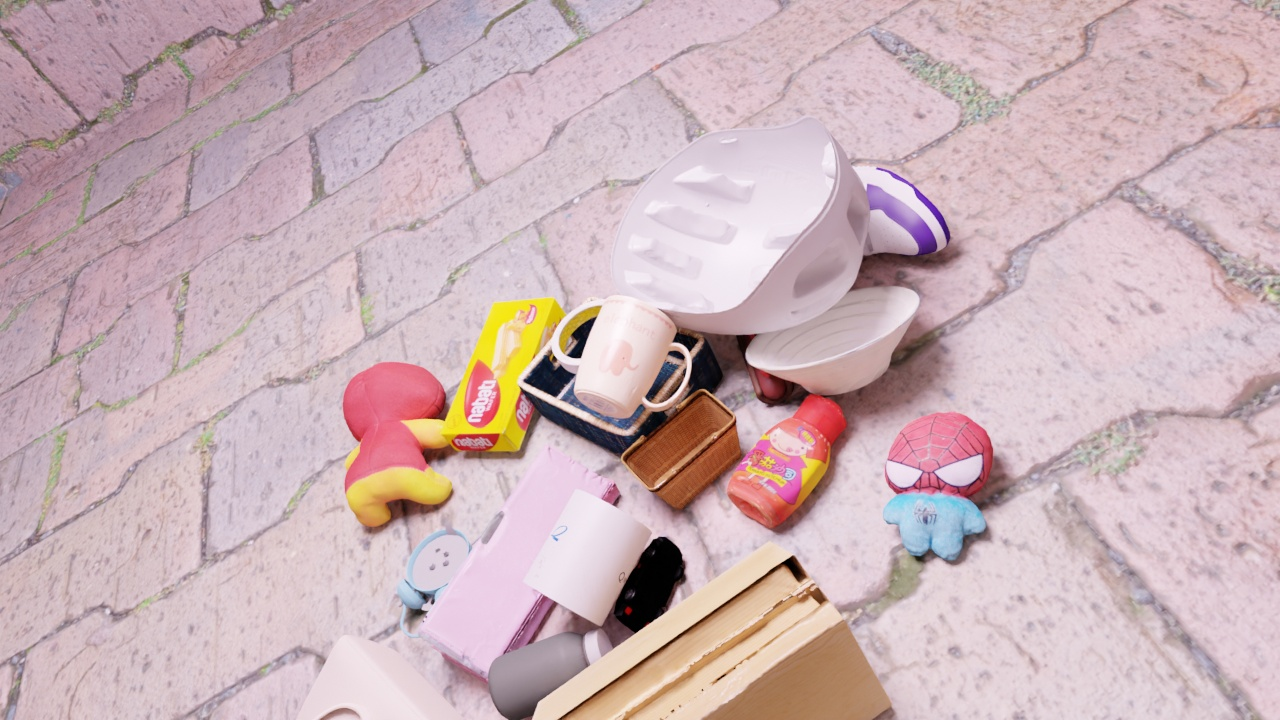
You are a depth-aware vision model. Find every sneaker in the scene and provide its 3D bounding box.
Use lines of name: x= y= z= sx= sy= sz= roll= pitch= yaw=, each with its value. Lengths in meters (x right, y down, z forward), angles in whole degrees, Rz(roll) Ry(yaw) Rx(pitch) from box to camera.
sneaker: x=0.221 y=-0.154 z=1.034 sx=0.111 sy=0.092 sz=0.244 roll=-46 pitch=42 yaw=-13

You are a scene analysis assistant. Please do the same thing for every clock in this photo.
clock: x=-0.215 y=0.232 z=0.962 sx=0.087 sy=0.042 sz=0.122 roll=-2 pitch=49 yaw=28

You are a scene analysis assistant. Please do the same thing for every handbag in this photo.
handbag: x=-0.256 y=0.383 z=0.826 sx=0.195 sy=0.101 sz=0.197 roll=24 pitch=78 yaw=41

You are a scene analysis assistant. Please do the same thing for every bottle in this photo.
bottle: x=-0.079 y=0.281 z=0.830 sx=0.108 sy=0.060 sz=0.060 roll=-23 pitch=44 yaw=9
bottle: x=0.144 y=0.093 z=0.882 sx=0.071 sy=0.048 sz=0.134 roll=25 pitch=66 yaw=43

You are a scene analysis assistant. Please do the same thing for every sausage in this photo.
sausage: x=0.128 y=-0.017 z=0.995 sx=0.040 sy=0.040 sz=0.155 roll=-22 pitch=44 yaw=10

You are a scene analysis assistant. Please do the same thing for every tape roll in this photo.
tape roll: x=-0.052 y=-0.027 z=1.013 sx=0.094 sy=0.019 sz=0.093 roll=-15 pitch=46 yaw=16

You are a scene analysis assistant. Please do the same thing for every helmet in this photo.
helmet: x=0.095 y=-0.130 z=0.951 sx=0.283 sy=0.184 sz=0.223 roll=0 pitch=58 yaw=26

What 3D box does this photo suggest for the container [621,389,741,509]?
container: x=0.047 y=0.094 z=0.925 sx=0.114 sy=0.061 sz=0.063 roll=-40 pitch=44 yaw=-8

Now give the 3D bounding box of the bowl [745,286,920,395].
bowl: x=0.198 y=-0.011 z=0.915 sx=0.177 sy=0.058 sz=0.176 roll=-21 pitch=17 yaw=7

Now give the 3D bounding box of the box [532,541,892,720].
box: x=0.042 y=0.259 z=0.719 sx=0.248 sy=0.142 sz=0.179 roll=-34 pitch=53 yaw=-5

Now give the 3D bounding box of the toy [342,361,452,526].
toy: x=-0.298 y=0.086 z=1.104 sx=0.147 sy=0.099 sz=0.216 roll=-18 pitch=50 yaw=4

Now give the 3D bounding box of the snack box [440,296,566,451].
snack box: x=-0.161 y=0.015 z=1.101 sx=0.092 sy=0.042 sz=0.200 roll=-2 pitch=53 yaw=27

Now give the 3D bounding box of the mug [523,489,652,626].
mug: x=-0.050 y=0.186 z=0.867 sx=0.083 sy=0.120 sz=0.096 roll=29 pitch=76 yaw=3

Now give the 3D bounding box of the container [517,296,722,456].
container: x=-0.023 y=0.021 z=1.022 sx=0.188 sy=0.071 sz=0.145 roll=22 pitch=65 yaw=40

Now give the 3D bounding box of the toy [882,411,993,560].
toy: x=0.258 y=0.106 z=0.801 sx=0.092 sy=0.062 sz=0.132 roll=-4 pitch=61 yaw=35

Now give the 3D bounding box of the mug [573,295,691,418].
mug: x=-0.005 y=0.005 z=0.924 sx=0.111 sy=0.085 sz=0.104 roll=22 pitch=71 yaw=8

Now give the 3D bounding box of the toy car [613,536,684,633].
toy car: x=0.007 y=0.210 z=0.862 sx=0.036 sy=0.042 sz=0.091 roll=-15 pitch=39 yaw=53

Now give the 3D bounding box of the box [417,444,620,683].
box: x=-0.121 y=0.196 z=0.915 sx=0.099 sy=0.080 sz=0.232 roll=15 pitch=60 yaw=38
